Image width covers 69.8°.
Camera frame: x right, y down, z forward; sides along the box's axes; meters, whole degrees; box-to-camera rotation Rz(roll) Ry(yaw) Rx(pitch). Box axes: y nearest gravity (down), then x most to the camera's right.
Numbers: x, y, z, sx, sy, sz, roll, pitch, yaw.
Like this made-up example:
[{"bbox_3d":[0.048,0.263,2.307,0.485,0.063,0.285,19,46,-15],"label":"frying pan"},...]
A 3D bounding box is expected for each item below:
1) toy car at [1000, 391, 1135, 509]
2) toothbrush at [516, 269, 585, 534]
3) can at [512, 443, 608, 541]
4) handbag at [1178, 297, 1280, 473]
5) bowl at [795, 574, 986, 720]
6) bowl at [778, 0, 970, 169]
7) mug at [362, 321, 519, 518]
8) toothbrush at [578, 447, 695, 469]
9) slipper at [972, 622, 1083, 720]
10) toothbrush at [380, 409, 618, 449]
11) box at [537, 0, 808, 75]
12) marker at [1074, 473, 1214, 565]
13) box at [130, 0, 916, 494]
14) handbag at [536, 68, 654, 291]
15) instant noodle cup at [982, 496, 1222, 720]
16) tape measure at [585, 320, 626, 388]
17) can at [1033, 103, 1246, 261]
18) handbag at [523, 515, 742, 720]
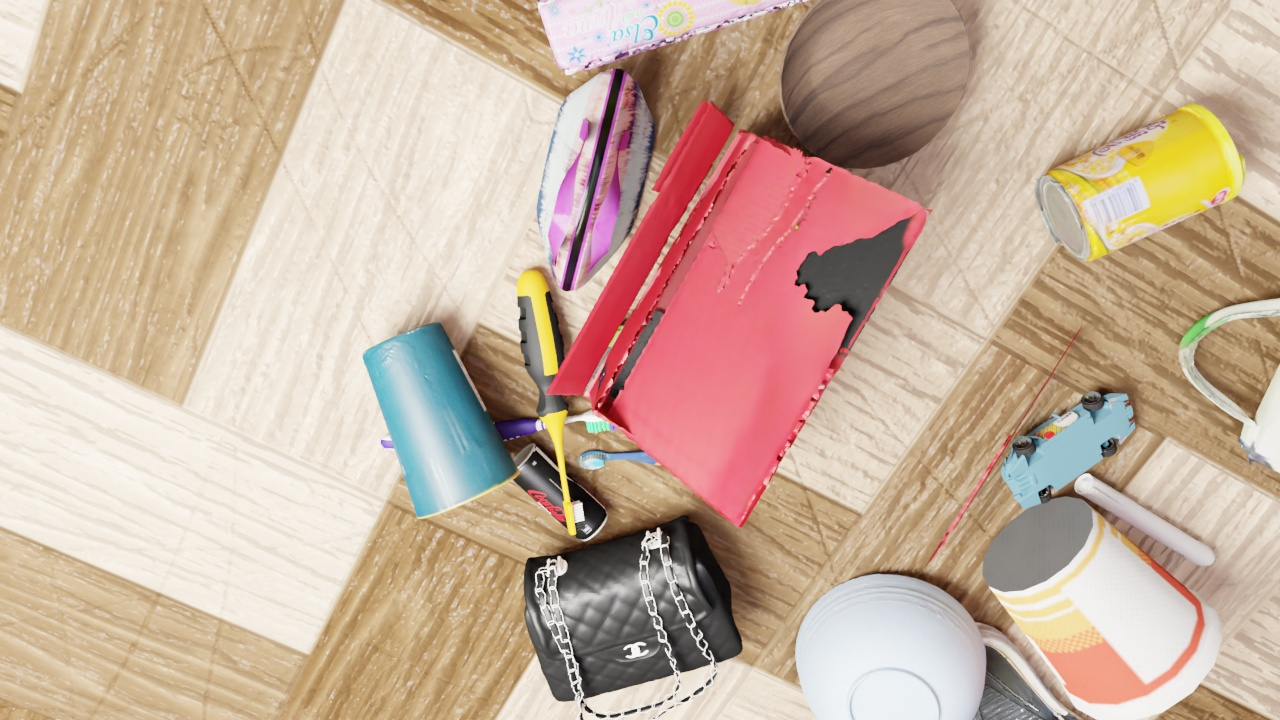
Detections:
[{"bbox_3d":[0.313,0.061,0.683,0.107,0.027,0.060,-34,120,-4],"label":"toy car"},{"bbox_3d":[-0.064,0.032,0.659,0.030,0.031,0.197,-12,102,-20],"label":"toothbrush"},{"bbox_3d":[-0.063,0.100,0.695,0.031,0.031,0.080,-41,105,14],"label":"can"},{"bbox_3d":[0.477,0.007,0.652,0.176,0.073,0.151,16,110,14],"label":"handbag"},{"bbox_3d":[0.194,0.251,0.712,0.151,0.074,0.151,3,104,13],"label":"bowl"},{"bbox_3d":[0.144,-0.184,0.582,0.119,0.032,0.119,-2,120,-3],"label":"bowl"},{"bbox_3d":[-0.143,0.039,0.642,0.078,0.078,0.121,-22,93,8],"label":"mug"},{"bbox_3d":[0.020,0.071,0.693,0.135,0.017,0.021,-4,111,2],"label":"toothbrush"},{"bbox_3d":[0.329,0.328,0.768,0.111,0.063,0.264,-38,104,13],"label":"slipper"},{"bbox_3d":[-0.102,0.053,0.686,0.187,0.015,0.016,-7,110,3],"label":"toothbrush"},{"bbox_3d":[0.047,-0.244,0.549,0.230,0.063,0.085,-15,111,5],"label":"box"},{"bbox_3d":[0.394,0.126,0.712,0.133,0.020,0.017,30,106,-11],"label":"marker"},{"bbox_3d":[-0.025,-0.066,0.510,0.424,0.128,0.213,22,103,-43],"label":"box"},{"bbox_3d":[-0.030,-0.099,0.546,0.068,0.169,0.145,14,110,-6],"label":"handbag"},{"bbox_3d":[0.334,0.178,0.685,0.123,0.123,0.121,-43,98,14],"label":"instant noodle cup"},{"bbox_3d":[-0.004,0.004,0.657,0.065,0.035,0.059,20,109,-7],"label":"tape measure"},{"bbox_3d":[0.322,-0.114,0.596,0.105,0.067,0.068,-25,109,9],"label":"can"},{"bbox_3d":[-0.010,0.195,0.681,0.154,0.114,0.125,-15,122,9],"label":"handbag"}]
